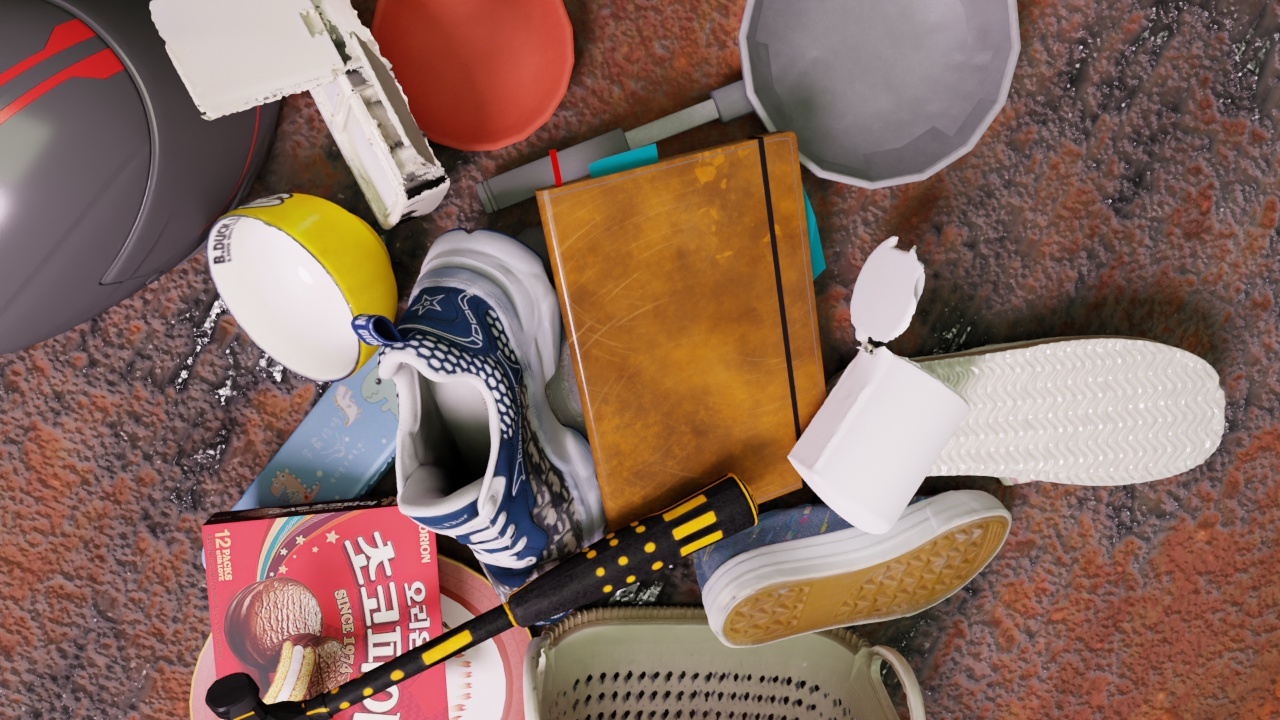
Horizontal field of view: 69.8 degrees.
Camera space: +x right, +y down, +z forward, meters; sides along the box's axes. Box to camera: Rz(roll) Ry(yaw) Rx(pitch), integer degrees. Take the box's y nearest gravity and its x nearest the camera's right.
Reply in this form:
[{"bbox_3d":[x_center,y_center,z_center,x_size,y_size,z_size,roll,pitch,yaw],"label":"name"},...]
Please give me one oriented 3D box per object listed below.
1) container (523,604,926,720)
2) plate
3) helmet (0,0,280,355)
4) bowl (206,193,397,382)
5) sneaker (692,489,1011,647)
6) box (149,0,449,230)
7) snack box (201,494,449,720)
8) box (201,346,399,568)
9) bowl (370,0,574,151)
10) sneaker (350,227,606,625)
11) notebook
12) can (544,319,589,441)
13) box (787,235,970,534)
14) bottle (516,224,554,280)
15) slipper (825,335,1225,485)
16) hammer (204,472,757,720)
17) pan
[{"bbox_3d":[0.046,0.255,0.595,0.246,0.184,0.143,3,110,-4],"label":"container"},{"bbox_3d":[-0.185,0.229,0.634,0.229,0.021,0.230,-3,106,-12],"label":"plate"},{"bbox_3d":[-0.326,-0.111,0.500,0.265,0.170,0.164,-41,101,4],"label":"helmet"},{"bbox_3d":[-0.196,-0.052,0.562,0.117,0.067,0.117,19,133,21],"label":"bowl"},{"bbox_3d":[0.142,0.129,0.633,0.235,0.079,0.088,-10,126,-19],"label":"sneaker"},{"bbox_3d":[-0.175,-0.142,0.499,0.095,0.185,0.145,-27,95,-1],"label":"box"},{"bbox_3d":[-0.192,0.167,0.575,0.132,0.036,0.152,-4,95,-12],"label":"snack box"},{"bbox_3d":[-0.211,0.074,0.604,0.066,0.049,0.210,40,94,-7],"label":"box"},{"bbox_3d":[-0.102,-0.192,0.571,0.122,0.035,0.122,-1,101,-4],"label":"bowl"},{"bbox_3d":[-0.096,0.068,0.539,0.103,0.132,0.270,2,119,21],"label":"sneaker"},{"bbox_3d":[0.043,-0.018,0.565,0.178,0.014,0.249,-17,111,-18],"label":"notebook"},{"bbox_3d":[-0.004,0.004,0.609,0.130,0.044,0.130,-1,100,-4],"label":"can"},{"bbox_3d":[0.151,0.017,0.567,0.112,0.084,0.162,35,91,-13],"label":"box"},{"bbox_3d":[-0.050,-0.073,0.595,0.110,0.036,0.036,-13,101,-2],"label":"bottle"},{"bbox_3d":[0.254,0.038,0.634,0.263,0.052,0.115,-2,104,6],"label":"slipper"},{"bbox_3d":[-0.074,0.149,0.536,0.320,0.036,0.123,-24,141,-12],"label":"hammer"},{"bbox_3d":[0.064,-0.168,0.585,0.357,0.041,0.178,-21,101,-1],"label":"pan"}]
